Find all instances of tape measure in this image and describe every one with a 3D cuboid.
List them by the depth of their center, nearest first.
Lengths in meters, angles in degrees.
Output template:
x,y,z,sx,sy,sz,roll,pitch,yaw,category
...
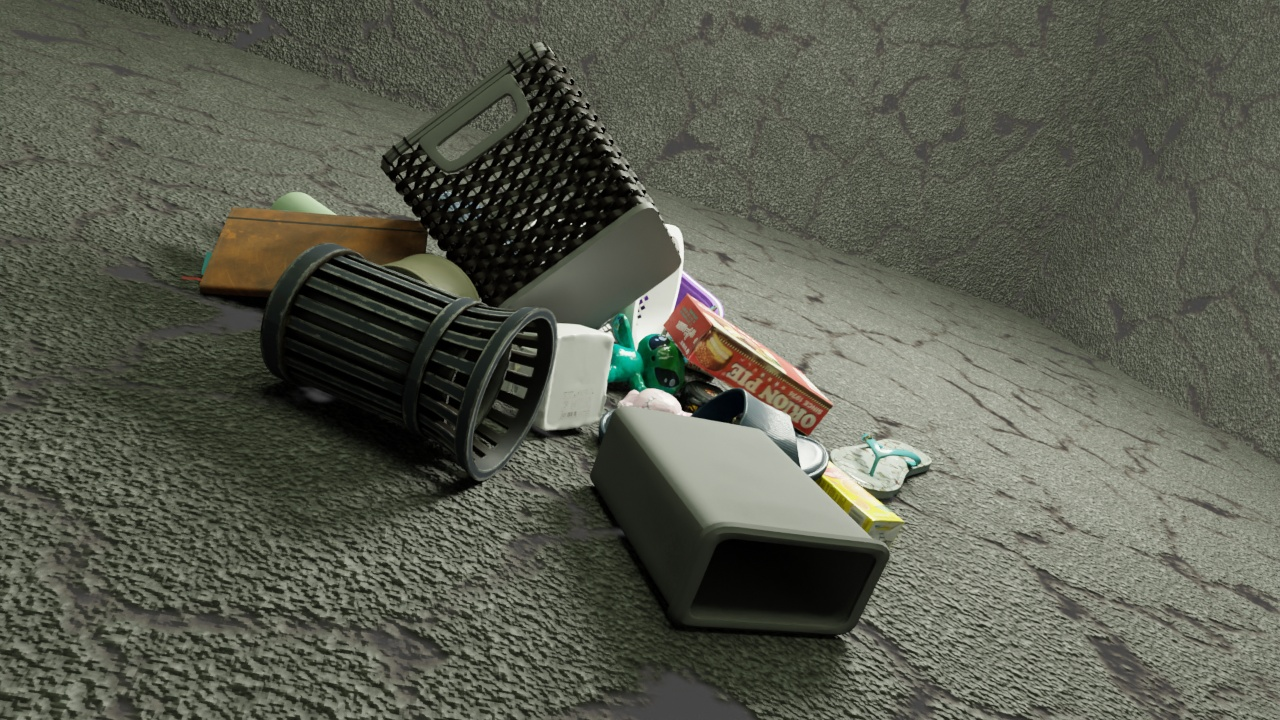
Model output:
x,y,z,sx,sy,sz,roll,pitch,yaw,category
0.084,0.058,1.179,0.071,0.042,0.072,18,22,-6,tape measure

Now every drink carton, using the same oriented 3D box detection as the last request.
x,y,z,sx,sy,sz,roll,pitch,yaw,category
0.224,0.159,1.033,0.058,0.043,0.134,9,22,-38,drink carton

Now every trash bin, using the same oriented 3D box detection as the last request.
x,y,z,sx,sy,sz,roll,pitch,yaw,category
0.079,0.140,0.837,0.191,0.098,0.220,12,18,-27,trash bin
-0.216,-0.009,0.850,0.227,0.164,0.164,21,17,13,trash bin
-0.065,-0.121,1.334,0.200,0.196,0.195,16,16,17,trash bin

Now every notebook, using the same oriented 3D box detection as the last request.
x,y,z,sx,sy,sz,roll,pitch,yaw,category
-0.381,-0.129,1.080,0.249,0.014,0.178,3,40,-11,notebook

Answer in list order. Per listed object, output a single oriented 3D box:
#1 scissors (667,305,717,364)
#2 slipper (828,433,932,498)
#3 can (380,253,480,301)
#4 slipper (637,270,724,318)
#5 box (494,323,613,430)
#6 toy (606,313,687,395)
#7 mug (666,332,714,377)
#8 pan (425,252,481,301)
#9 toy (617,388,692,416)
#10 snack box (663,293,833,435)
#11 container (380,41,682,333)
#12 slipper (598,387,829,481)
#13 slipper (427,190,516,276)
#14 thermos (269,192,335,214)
x,y,z,sx,sy,sz,roll,pitch,yaw,category
0.075,-0.029,1.313,0.156,0.124,0.019,10,-24,-7,scissors
0.327,0.125,1.235,0.098,0.055,0.268,27,17,27,slipper
-0.241,-0.045,0.972,0.128,0.128,0.073,24,20,11,can
0.012,-0.120,1.531,0.266,0.107,0.083,36,23,29,slipper
-0.123,0.008,1.005,0.137,0.108,0.128,17,14,40,box
-0.007,0.007,1.191,0.193,0.073,0.130,5,62,-34,toy
0.082,-0.023,1.380,0.089,0.073,0.105,21,-8,1,mug
-0.287,-0.092,1.241,0.198,0.021,0.356,17,18,-12,pan
0.029,0.065,1.086,0.110,0.047,0.063,30,31,12,toy
0.148,0.007,1.259,0.236,0.060,0.113,32,13,-28,snack box
-0.119,-0.180,1.135,0.243,0.247,0.245,55,3,17,container
0.088,0.076,1.004,0.263,0.083,0.101,9,33,-9,slipper
-0.236,-0.169,1.426,0.252,0.095,0.105,27,24,-44,slipper
-0.384,-0.142,1.178,0.231,0.082,0.082,32,21,33,thermos
